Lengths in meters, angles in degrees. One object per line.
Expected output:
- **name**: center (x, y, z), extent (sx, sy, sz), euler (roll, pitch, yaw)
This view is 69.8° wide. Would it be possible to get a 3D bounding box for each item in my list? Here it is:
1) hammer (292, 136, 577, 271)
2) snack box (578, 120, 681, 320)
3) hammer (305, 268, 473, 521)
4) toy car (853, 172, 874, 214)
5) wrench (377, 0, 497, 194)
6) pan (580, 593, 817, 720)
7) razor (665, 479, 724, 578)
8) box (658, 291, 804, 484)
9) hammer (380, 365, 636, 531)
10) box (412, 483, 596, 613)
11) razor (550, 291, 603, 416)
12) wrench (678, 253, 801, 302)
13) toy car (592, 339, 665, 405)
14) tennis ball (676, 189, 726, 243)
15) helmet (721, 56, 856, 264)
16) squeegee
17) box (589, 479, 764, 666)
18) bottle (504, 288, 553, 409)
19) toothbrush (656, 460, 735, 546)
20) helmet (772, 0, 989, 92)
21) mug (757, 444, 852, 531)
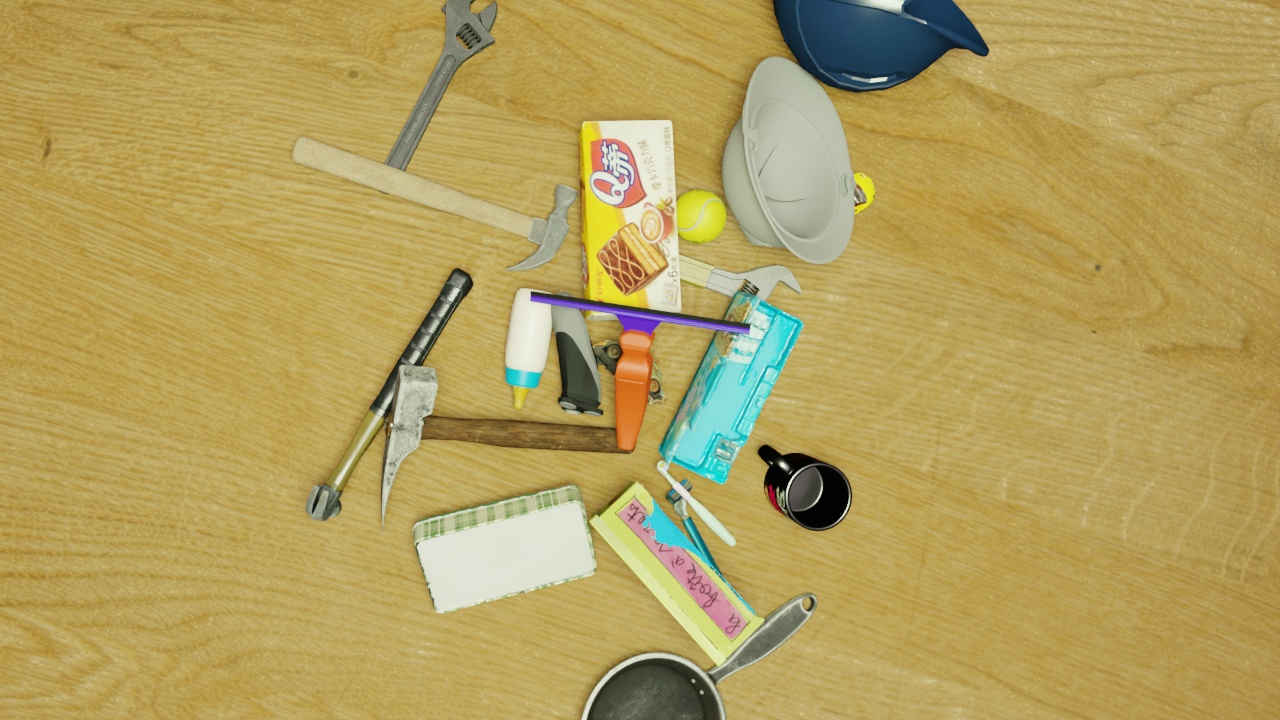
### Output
- **hammer**: center (-0.246, -0.198, 1.092), extent (0.331, 0.031, 0.119), euler (18, 90, -11)
- **snack box**: center (-0.015, -0.166, 1.094), extent (0.110, 0.062, 0.230), euler (-2, 88, -9)
- **hammer**: center (-0.291, 0.039, 1.069), extent (0.025, 0.118, 0.332), euler (30, 82, -2)
- **toy car**: center (0.252, -0.198, 1.162), extent (0.107, 0.030, 0.049), euler (-37, 94, -6)
- **wrench**: center (-0.249, -0.323, 1.103), extent (0.073, 0.018, 0.273), euler (28, 90, -8)
- **pan**: center (0.081, 0.406, 1.147), extent (0.356, 0.055, 0.187), euler (-36, 93, -17)
- **razor**: center (0.072, 0.222, 1.157), extent (0.042, 0.022, 0.144), euler (-33, 101, -41)
- **box**: center (0.114, 0.037, 1.095), extent (0.098, 0.121, 0.227), euler (26, 93, -7)
- **hammer**: center (-0.158, 0.119, 1.100), extent (0.300, 0.037, 0.218), euler (6, 120, -22)
- **box**: center (-0.160, 0.225, 1.099), extent (0.205, 0.049, 0.118), euler (-14, 116, -5)
- **razor**: center (-0.080, -0.006, 1.100), extent (0.057, 0.060, 0.156), euler (3, 102, 33)
- **wrench**: center (0.069, -0.114, 1.146), extent (0.273, 0.018, 0.083), euler (19, 89, -7)
- **toy car**: center (-0.007, 0.007, 1.127), extent (0.112, 0.047, 0.047), euler (42, 64, -12)
- **tennis ball**: center (0.072, -0.176, 1.121), extent (0.065, 0.065, 0.065), euler (0, 91, -7)
- **helmet**: center (0.156, -0.223, 1.110), extent (0.183, 0.118, 0.270), euler (15, 64, -34)
- **squeegee**: center (-0.008, 0.020, 1.069), extent (0.250, 0.055, 0.185), euler (9, 114, 7)
- **box**: center (0.037, 0.245, 1.087), extent (0.080, 0.124, 0.221), euler (-44, 89, -7)
- **bottle**: center (-0.137, -0.013, 1.107), extent (0.051, 0.051, 0.146), euler (9, 90, -7)
- **toothbrush**: center (0.071, 0.180, 1.140), extent (0.015, 0.022, 0.155), euler (-34, 112, 18)
- **helmet**: center (0.283, -0.418, 1.067), extent (0.272, 0.231, 0.224), euler (20, 128, -11)
- **mug**: center (0.191, 0.148, 1.128), extent (0.118, 0.098, 0.082), euler (44, 86, -6)
